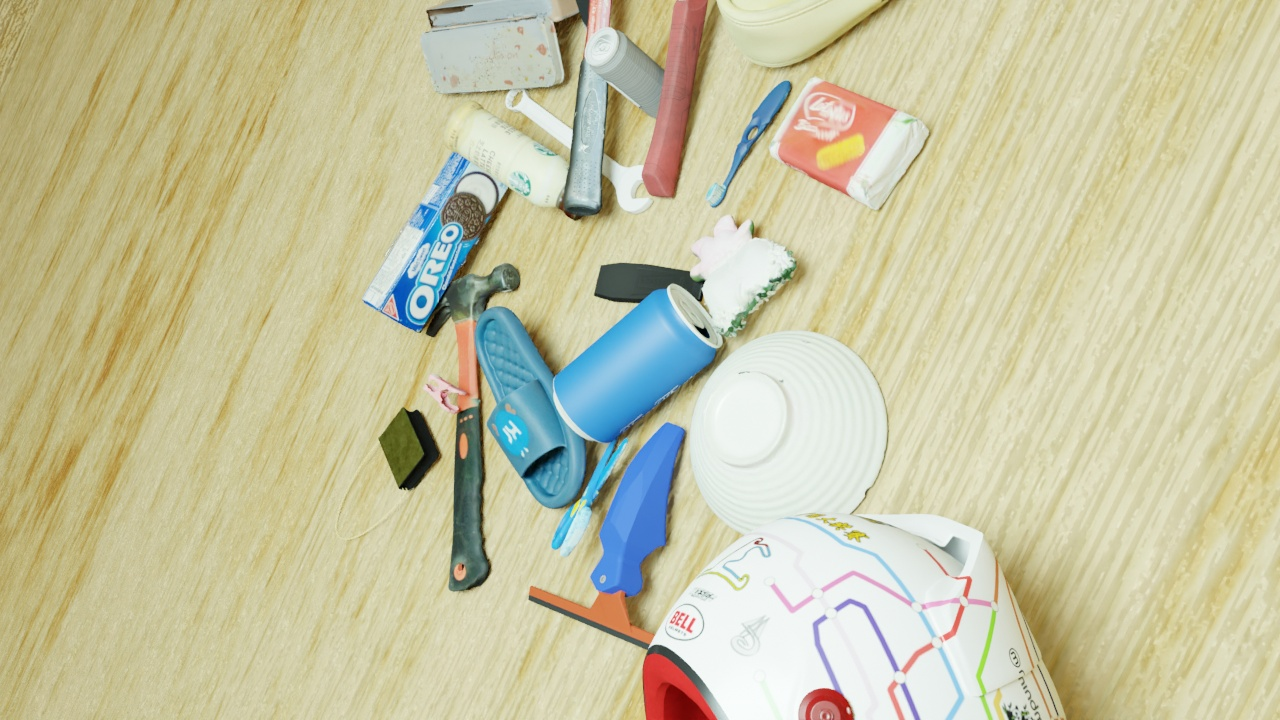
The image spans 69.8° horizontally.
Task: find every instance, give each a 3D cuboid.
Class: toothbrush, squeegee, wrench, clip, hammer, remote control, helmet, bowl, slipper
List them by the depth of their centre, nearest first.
[{"bbox_3d":[0.134,0.244,0.542,0.231,0.235,0.314,171,91,-67],"label":"helmet"},{"bbox_3d":[0.098,0.052,0.728,0.178,0.070,0.177,-12,69,33],"label":"bowl"},{"bbox_3d":[-0.004,0.140,0.784,0.250,0.055,0.184,2,65,51],"label":"squeegee"},{"bbox_3d":[0.098,-0.199,0.839,0.021,0.016,0.132,37,100,35],"label":"toothbrush"},{"bbox_3d":[0.007,-0.073,0.871,0.125,0.010,0.039,7,80,37],"label":"remote control"},{"bbox_3d":[0.045,-0.313,0.871,0.036,0.126,0.316,12,95,38],"label":"hammer"},{"bbox_3d":[-0.117,0.046,0.874,0.104,0.059,0.213,-51,59,45],"label":"slipper"},{"bbox_3d":[-0.055,-0.302,0.924,0.140,0.036,0.325,5,76,-4],"label":"hammer"},{"bbox_3d":[-0.206,0.037,0.950,0.058,0.022,0.037,32,99,42],"label":"clip"},{"bbox_3d":[-0.180,0.069,0.954,0.133,0.033,0.332,-16,68,30],"label":"hammer"},{"bbox_3d":[-0.069,-0.231,0.975,0.273,0.009,0.047,43,103,37],"label":"wrench"}]

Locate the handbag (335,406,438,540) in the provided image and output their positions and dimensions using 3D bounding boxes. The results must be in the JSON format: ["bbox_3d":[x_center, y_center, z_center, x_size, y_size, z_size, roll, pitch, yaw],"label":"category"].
[{"bbox_3d":[-0.289,0.137,1.021,0.178,0.027,0.084,-48,54,21],"label":"handbag"}]

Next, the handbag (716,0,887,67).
[{"bbox_3d":[0.153,-0.384,0.819,0.191,0.088,0.232,-8,70,15],"label":"handbag"}]

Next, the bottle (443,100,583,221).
[{"bbox_3d":[-0.122,-0.201,0.937,0.162,0.056,0.056,34,98,7],"label":"bottle"}]

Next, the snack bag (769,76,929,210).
[{"bbox_3d":[0.171,-0.183,0.768,0.116,0.036,0.077,38,100,37],"label":"snack bag"}]

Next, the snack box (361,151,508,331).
[{"bbox_3d":[-0.216,-0.143,1.004,0.059,0.059,0.226,26,83,50],"label":"snack box"}]

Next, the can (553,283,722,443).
[{"bbox_3d":[-0.005,0.005,0.812,0.146,0.079,0.079,-40,57,20],"label":"can"}]

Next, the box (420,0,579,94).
[{"bbox_3d":[-0.154,-0.374,1.057,0.217,0.096,0.104,11,44,38],"label":"box"}]

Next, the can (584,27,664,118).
[{"bbox_3d":[-0.006,-0.274,0.880,0.044,0.106,0.044,-12,69,33],"label":"can"}]

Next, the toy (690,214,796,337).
[{"bbox_3d":[0.085,-0.080,0.798,0.096,0.041,0.109,-43,49,17],"label":"toy"}]

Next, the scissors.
[{"bbox_3d":[-0.045,0.120,0.815,0.132,0.019,0.105,-58,13,7],"label":"scissors"}]
